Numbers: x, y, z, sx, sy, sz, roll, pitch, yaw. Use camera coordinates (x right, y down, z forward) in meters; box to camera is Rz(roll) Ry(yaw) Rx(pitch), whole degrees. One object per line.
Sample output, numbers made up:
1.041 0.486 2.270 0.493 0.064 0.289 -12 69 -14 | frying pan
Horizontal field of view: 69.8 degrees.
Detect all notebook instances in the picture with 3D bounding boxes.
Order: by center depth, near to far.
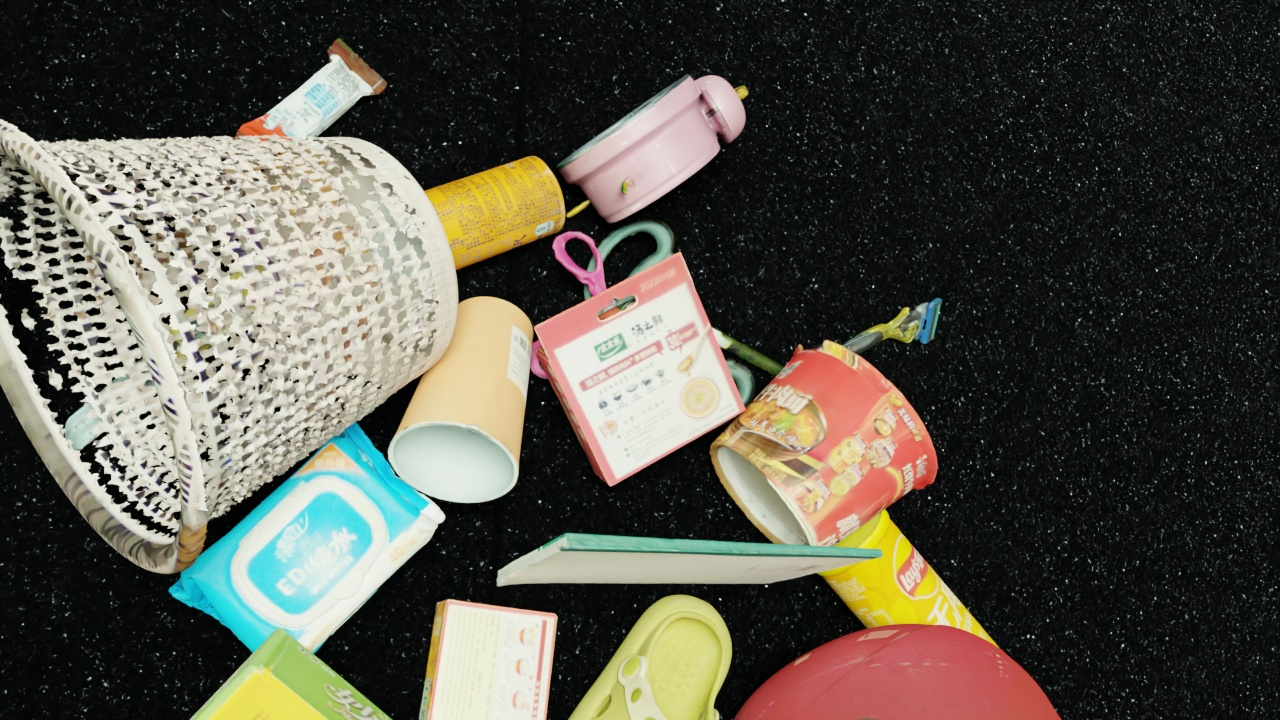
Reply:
0.027 0.133 0.595 0.209 0.151 0.012 6 68 -22 | notebook

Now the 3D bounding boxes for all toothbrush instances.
0.064 -0.012 0.722 0.185 0.012 0.017 27 74 -15 | toothbrush

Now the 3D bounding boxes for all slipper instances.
0.007 0.241 0.600 0.091 0.082 0.190 36 64 -9 | slipper

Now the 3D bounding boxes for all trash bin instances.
-0.217 -0.031 0.497 0.191 0.228 0.227 -30 90 -45 | trash bin

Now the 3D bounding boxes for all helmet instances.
0.157 0.252 0.605 0.240 0.207 0.143 -4 52 6 | helmet

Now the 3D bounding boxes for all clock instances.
0.015 -0.164 0.682 0.158 0.117 0.060 -42 106 -23 | clock

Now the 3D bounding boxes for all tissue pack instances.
-0.197 0.114 0.553 0.090 0.063 0.139 47 65 -6 | tissue pack

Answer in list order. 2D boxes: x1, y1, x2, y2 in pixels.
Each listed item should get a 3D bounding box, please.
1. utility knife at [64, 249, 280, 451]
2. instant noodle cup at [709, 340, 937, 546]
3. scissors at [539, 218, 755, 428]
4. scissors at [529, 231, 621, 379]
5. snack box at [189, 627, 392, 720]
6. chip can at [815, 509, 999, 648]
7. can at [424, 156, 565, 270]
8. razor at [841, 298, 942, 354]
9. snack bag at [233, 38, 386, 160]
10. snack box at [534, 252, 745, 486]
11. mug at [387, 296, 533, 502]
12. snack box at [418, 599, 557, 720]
-0.275 -0.022 0.583 0.031 0.022 0.212 44 70 -4 | utility knife
0.126 0.071 0.664 0.108 0.138 0.138 -38 94 -16 | instant noodle cup
0.018 -0.011 0.690 0.179 0.019 0.170 26 78 -16 | scissors
-0.025 -0.036 0.661 0.133 0.017 0.135 -22 95 -16 | scissors
-0.207 0.273 0.476 0.157 0.070 0.210 44 84 -8 | snack box
0.222 0.210 0.701 0.071 0.072 0.213 -43 95 -25 | chip can
-0.126 -0.094 0.636 0.145 0.058 0.058 -25 88 -26 | can
0.193 -0.016 0.772 0.142 0.022 0.043 -22 130 -22 | razor
-0.225 -0.173 0.631 0.048 0.026 0.104 41 65 -16 | snack bag
-0.004 0.004 0.637 0.113 0.044 0.127 -28 109 -11 | snack box
-0.107 0.020 0.590 0.078 0.078 0.122 23 44 -16 | mug
-0.100 0.234 0.575 0.077 0.027 0.155 15 67 -24 | snack box
